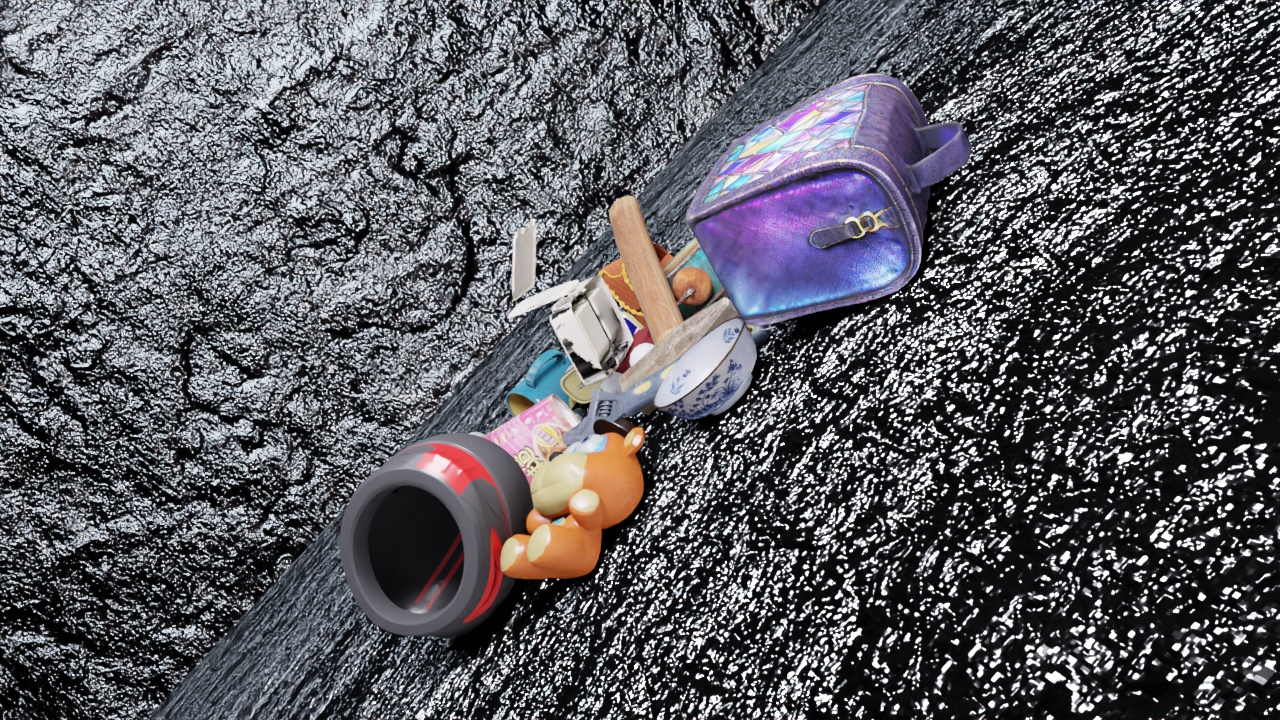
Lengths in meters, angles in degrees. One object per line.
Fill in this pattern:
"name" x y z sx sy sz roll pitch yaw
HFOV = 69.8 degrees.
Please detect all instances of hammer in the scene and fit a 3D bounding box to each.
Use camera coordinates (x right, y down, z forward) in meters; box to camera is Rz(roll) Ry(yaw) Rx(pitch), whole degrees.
"hammer" 0.015 -0.096 1.064 0.158 0.037 0.300 -42 43 23

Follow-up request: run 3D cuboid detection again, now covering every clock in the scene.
"clock" 0.066 -0.091 1.124 0.122 0.073 0.157 -35 13 49
"clock" -0.007 0.007 1.126 0.087 0.044 0.124 -43 12 17

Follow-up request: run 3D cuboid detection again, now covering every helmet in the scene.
"helmet" -0.188 0.168 0.892 0.265 0.164 0.169 -63 -10 26

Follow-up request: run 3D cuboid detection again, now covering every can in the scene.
"can" -0.054 -0.002 1.291 0.117 0.056 0.092 -38 16 37

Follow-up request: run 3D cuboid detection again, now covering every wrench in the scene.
"wrench" 0.017 0.027 0.942 0.274 0.022 0.073 -30 51 30

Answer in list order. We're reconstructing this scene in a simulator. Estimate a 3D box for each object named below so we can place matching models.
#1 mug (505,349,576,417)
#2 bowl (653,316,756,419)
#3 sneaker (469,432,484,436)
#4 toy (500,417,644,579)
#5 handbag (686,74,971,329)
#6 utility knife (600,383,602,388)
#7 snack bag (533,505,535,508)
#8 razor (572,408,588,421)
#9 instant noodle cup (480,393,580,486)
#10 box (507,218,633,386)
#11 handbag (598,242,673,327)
"mug" -0.133 0.036 1.336 0.104 0.084 0.112 -46 -34 -35
"bowl" 0.067 0.016 0.835 0.114 0.045 0.114 -44 12 11
"sneaker" -0.224 0.171 1.265 0.091 0.089 0.241 -37 21 23
"toy" -0.050 0.123 0.812 0.175 0.096 0.112 -41 5 -37
"handbag" 0.170 -0.145 0.789 0.223 0.125 0.204 -18 26 31
"utility knife" 0.005 -0.012 1.215 0.151 0.015 0.022 -45 41 8
"snack bag" -0.136 0.167 1.011 0.158 0.013 0.056 -42 11 22
"razor" -0.136 0.103 1.218 0.152 0.067 0.053 -34 4 20
"instant noodle cup" -0.131 0.101 1.152 0.108 0.097 0.097 -38 13 4
"box" -0.108 -0.063 1.059 0.107 0.193 0.143 -23 12 18
"handbag" 0.007 -0.101 1.275 0.060 0.109 0.172 -50 12 -16
